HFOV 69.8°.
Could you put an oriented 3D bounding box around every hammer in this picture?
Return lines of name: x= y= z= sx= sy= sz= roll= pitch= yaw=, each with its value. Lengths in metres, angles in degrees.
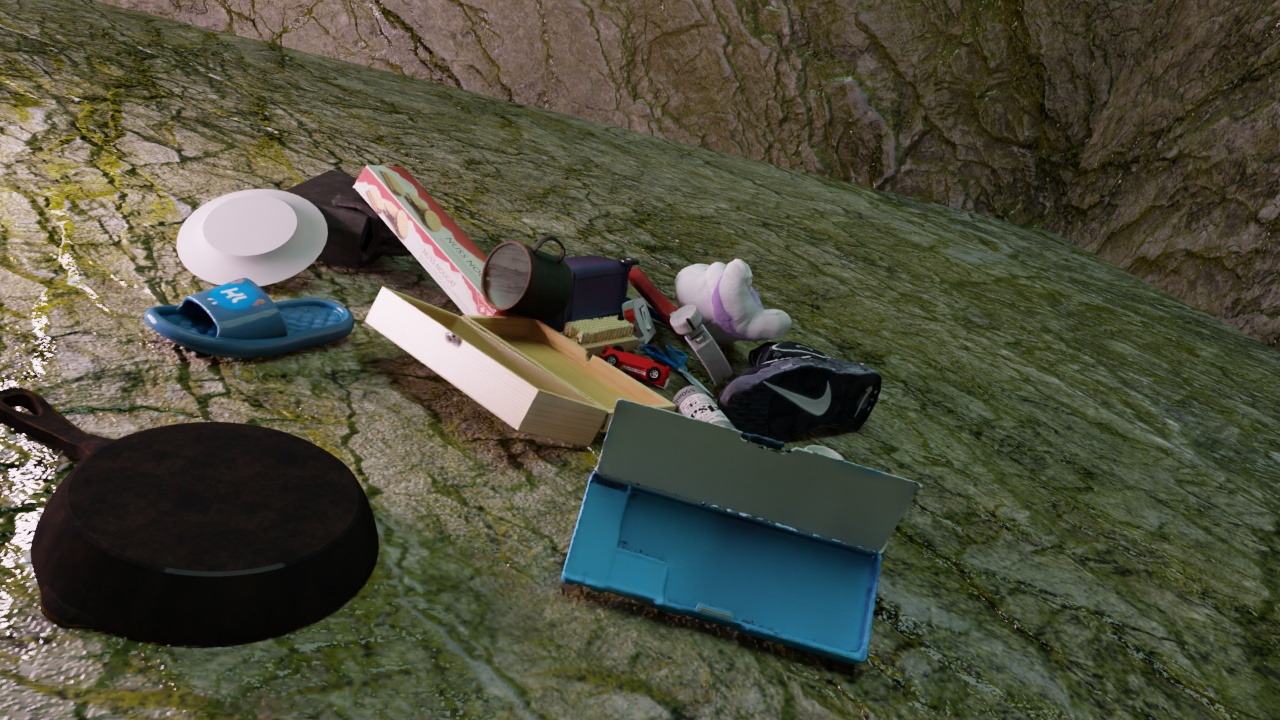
hammer: x=0.042 y=-0.061 z=1.240 sx=0.126 sy=0.036 sz=0.315 roll=55 pitch=-1 yaw=-28

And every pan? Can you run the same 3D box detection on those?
pan: x=-0.359 y=0.085 z=0.681 sx=0.356 sy=0.043 sz=0.248 roll=24 pitch=23 yaw=19

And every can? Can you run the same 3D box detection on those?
can: x=0.072 y=0.069 z=1.012 sx=0.044 sy=0.044 sz=0.106 roll=6 pitch=24 yaw=-24

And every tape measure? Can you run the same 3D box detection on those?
tape measure: x=-0.001 y=-0.054 z=1.238 sx=0.020 sy=0.062 sz=0.060 roll=-16 pitch=14 yaw=19

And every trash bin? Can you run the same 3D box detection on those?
trash bin: x=-0.083 y=-0.092 z=1.232 sx=0.092 sy=0.094 sz=0.160 roll=17 pitch=18 yaw=29

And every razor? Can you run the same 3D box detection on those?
razor: x=0.015 y=-0.069 z=1.338 sx=0.141 sy=0.018 sz=0.043 roll=25 pitch=23 yaw=22

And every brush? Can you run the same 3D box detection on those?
brush: x=-0.054 y=-0.031 z=1.174 sx=0.049 sy=0.039 sz=0.116 roll=31 pitch=25 yaw=35

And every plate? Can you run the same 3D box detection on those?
plate: x=-0.472 y=-0.158 z=1.114 sx=0.173 sy=0.019 sz=0.172 roll=4 pitch=51 yaw=-5

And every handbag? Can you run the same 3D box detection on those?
handbag: x=-0.376 y=-0.195 z=1.263 sx=0.199 sy=0.102 sz=0.197 roll=15 pitch=22 yaw=-2

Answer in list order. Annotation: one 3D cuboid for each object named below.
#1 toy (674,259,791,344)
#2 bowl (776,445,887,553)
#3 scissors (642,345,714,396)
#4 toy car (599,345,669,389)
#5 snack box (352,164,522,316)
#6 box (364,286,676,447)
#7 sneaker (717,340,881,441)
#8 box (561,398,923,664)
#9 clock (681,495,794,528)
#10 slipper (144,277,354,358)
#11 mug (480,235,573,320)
toy: x=0.117 y=-0.070 z=1.247 sx=0.137 sy=0.085 sz=0.209 roll=48 pitch=-9 yaw=-13
bowl: x=0.176 y=0.124 z=0.919 sx=0.174 sy=0.068 sz=0.174 roll=13 pitch=20 yaw=-5
scissors: x=0.051 y=0.015 z=1.177 sx=0.073 sy=0.016 sz=0.134 roll=7 pitch=28 yaw=-33
toy car: x=-0.006 y=0.007 z=1.134 sx=0.089 sy=0.025 sz=0.038 roll=17 pitch=22 yaw=6
snack box: x=-0.255 y=-0.149 z=1.180 sx=0.273 sy=0.044 sz=0.076 roll=47 pitch=27 yaw=14
box: x=-0.124 y=0.006 z=0.998 sx=0.247 sy=0.076 sz=0.256 roll=32 pitch=18 yaw=33
sneaker: x=0.168 y=0.023 z=1.133 sx=0.252 sy=0.097 sz=0.151 roll=-2 pitch=22 yaw=-39
box: x=0.076 y=0.130 z=0.724 sx=0.243 sy=0.167 sz=0.075 roll=16 pitch=9 yaw=-1
clock: x=0.074 y=0.147 z=0.815 sx=0.159 sy=0.061 sz=0.119 roll=19 pitch=22 yaw=-4
slipper: x=-0.396 y=-0.046 z=0.954 sx=0.104 sy=0.059 sz=0.213 roll=35 pitch=27 yaw=34
mug: x=-0.126 y=-0.104 z=1.107 sx=0.081 sy=0.111 sz=0.085 roll=14 pitch=34 yaw=-51
